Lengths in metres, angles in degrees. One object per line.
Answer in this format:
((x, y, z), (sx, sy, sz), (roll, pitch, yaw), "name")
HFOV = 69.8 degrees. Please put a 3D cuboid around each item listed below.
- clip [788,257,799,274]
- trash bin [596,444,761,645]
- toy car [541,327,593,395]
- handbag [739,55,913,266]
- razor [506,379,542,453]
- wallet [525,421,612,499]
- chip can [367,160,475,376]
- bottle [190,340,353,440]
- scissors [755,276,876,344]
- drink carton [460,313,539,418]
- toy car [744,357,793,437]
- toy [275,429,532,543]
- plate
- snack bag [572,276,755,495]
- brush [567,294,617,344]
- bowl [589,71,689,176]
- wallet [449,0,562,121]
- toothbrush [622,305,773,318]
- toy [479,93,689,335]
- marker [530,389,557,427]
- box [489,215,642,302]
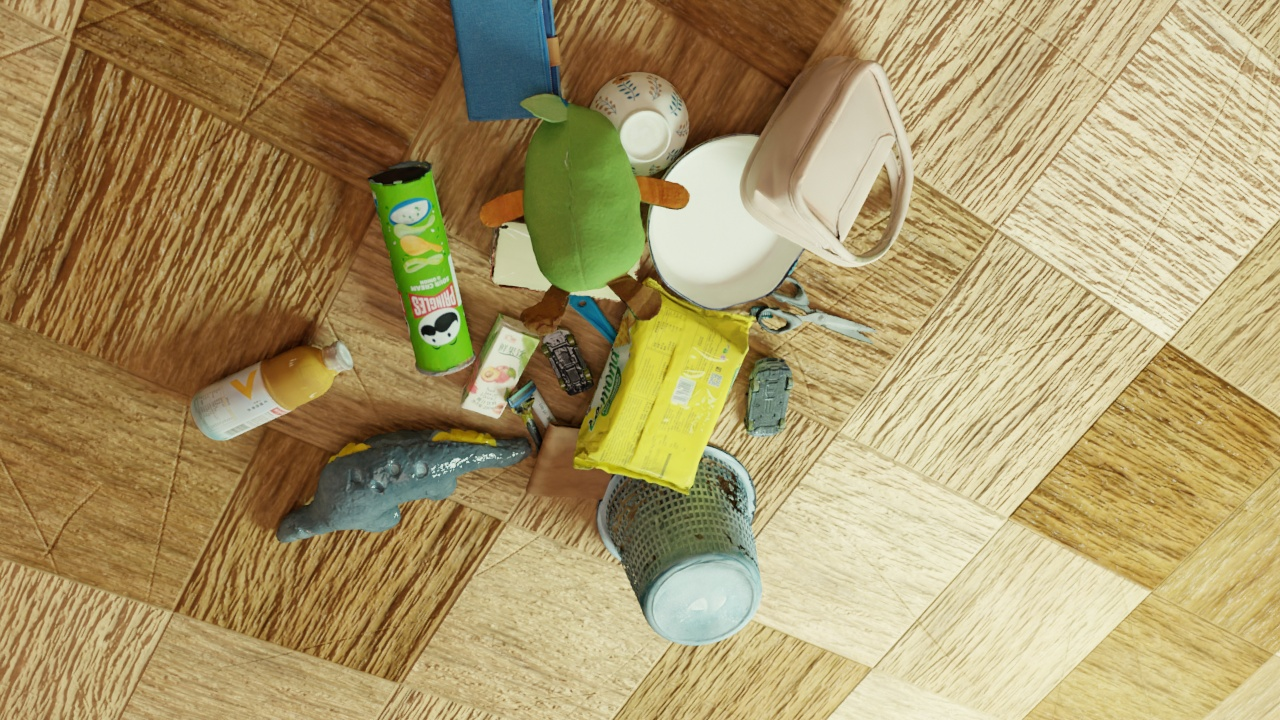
((0.186, -0.132, 1.120), (0.041, 0.014, 0.056), (23, 114, -19), "clip")
((0.065, 0.251, 1.199), (0.226, 0.195, 0.227), (-4, 117, -7), "trash bin")
((-0.091, -0.001, 1.134), (0.042, 0.035, 0.090), (-23, 118, 2), "toy car")
((0.233, -0.200, 1.030), (0.234, 0.093, 0.193), (36, 79, -38), "handbag")
((-0.137, 0.084, 1.164), (0.042, 0.022, 0.143), (-39, 136, -24), "razor")
((-0.084, 0.133, 1.196), (0.115, 0.020, 0.101), (11, 108, -32), "wallet")
((-0.245, -0.101, 1.038), (0.072, 0.072, 0.236), (-9, 118, -4), "chip can")
((-0.431, 0.031, 1.081), (0.189, 0.068, 0.068), (-24, 118, 4), "bottle")
((0.228, -0.061, 1.159), (0.172, 0.014, 0.145), (-20, 109, -11), "scissors")
((-0.173, 0.006, 1.119), (0.053, 0.045, 0.123), (20, 114, -24), "drink carton")
((0.166, 0.050, 1.200), (0.054, 0.036, 0.121), (-4, 128, -7), "toy car")
((-0.319, 0.151, 1.157), (0.356, 0.091, 0.138), (-22, 146, 5), "toy")
((0.099, -0.160, 1.053), (0.204, 0.045, 0.205), (-9, 117, -18), "plate")
((0.032, 0.038, 1.112), (0.158, 0.068, 0.246), (19, 98, -16), "snack bag")
((-0.007, 0.007, 1.153), (0.083, 0.045, 0.254), (-34, 113, 14), "brush")
((0.001, -0.251, 1.002), (0.113, 0.062, 0.114), (-3, 119, -6), "bowl")
((-0.137, -0.320, 0.958), (0.106, 0.040, 0.133), (-3, 120, 3), "wallet")
((0.073, -0.059, 1.140), (0.191, 0.016, 0.018), (-1, 107, -9), "toothbrush")
((-0.060, -0.154, 0.963), (0.227, 0.090, 0.247), (-5, 93, 5), "toy")
((-0.113, 0.083, 1.186), (0.022, 0.018, 0.131), (-38, 120, -17), "marker")
((-0.086, -0.119, 1.048), (0.168, 0.079, 0.091), (6, 116, -11), "box")
